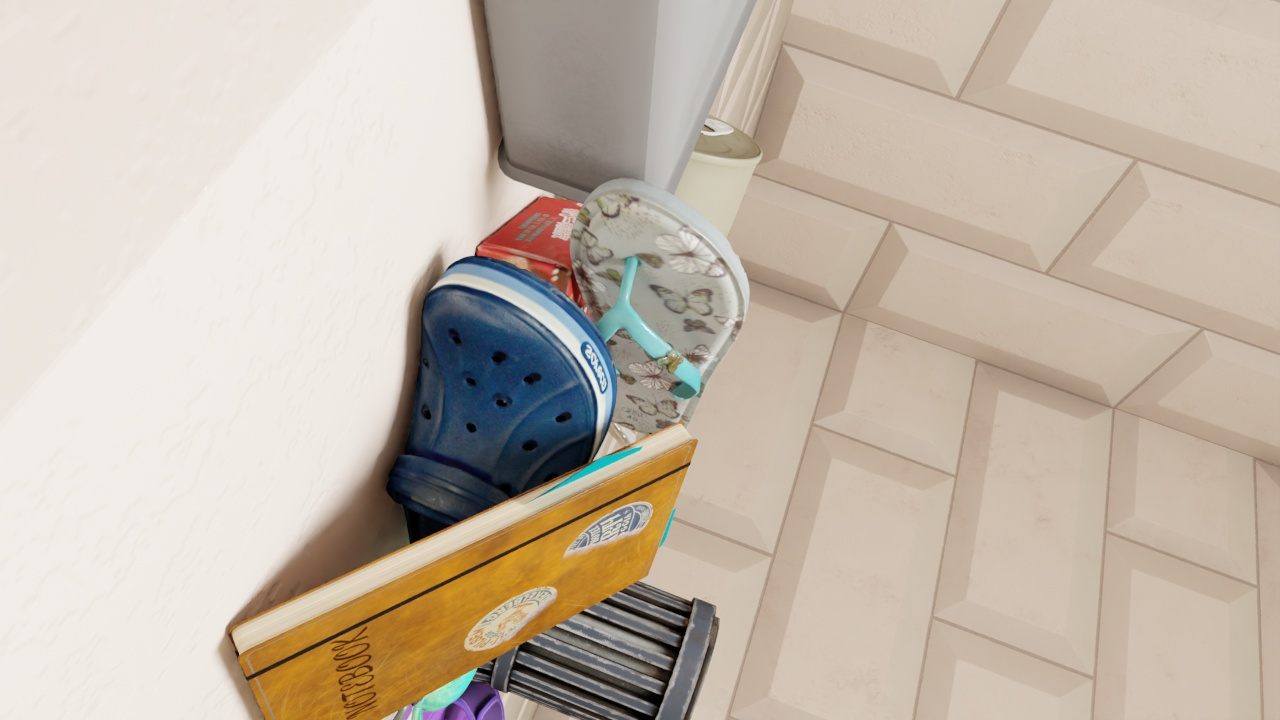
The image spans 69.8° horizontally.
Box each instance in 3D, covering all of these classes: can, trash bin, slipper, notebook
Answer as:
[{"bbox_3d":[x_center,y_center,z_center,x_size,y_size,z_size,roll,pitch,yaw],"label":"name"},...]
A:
[{"bbox_3d":[0.015,-0.136,0.660,0.127,0.128,0.073,-60,171,-62],"label":"can"},{"bbox_3d":[-0.057,0.247,0.822,0.164,0.227,0.164,23,88,-85],"label":"trash bin"},{"bbox_3d":[0.005,-0.001,0.540,0.269,0.098,0.054,91,15,-63],"label":"slipper"},{"bbox_3d":[-0.074,0.117,0.480,0.248,0.014,0.179,-22,149,-27],"label":"notebook"},{"bbox_3d":[0.002,-0.207,0.419,0.220,0.097,0.191,96,15,-66],"label":"trash bin"},{"bbox_3d":[-0.084,0.065,0.506,0.095,0.105,0.253,-58,167,-49],"label":"slipper"},{"bbox_3d":[-0.168,0.356,0.887,0.266,0.084,0.107,52,59,-84],"label":"slipper"}]

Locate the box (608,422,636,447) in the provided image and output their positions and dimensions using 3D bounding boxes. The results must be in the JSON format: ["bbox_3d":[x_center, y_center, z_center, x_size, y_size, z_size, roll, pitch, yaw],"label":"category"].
[{"bbox_3d":[-0.012,0.013,0.738,0.128,0.108,0.137,-39,-152,-11],"label":"box"}]

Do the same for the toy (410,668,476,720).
[{"bbox_3d":[-0.123,0.191,0.674,0.192,0.072,0.131,-54,153,-50],"label":"toy"}]

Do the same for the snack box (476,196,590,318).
[{"bbox_3d":[-0.074,0.020,0.614,0.113,0.060,0.237,-61,165,-62],"label":"snack box"}]

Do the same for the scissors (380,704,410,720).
[{"bbox_3d":[-0.187,0.252,0.672,0.162,0.012,0.157,103,8,-52],"label":"scissors"}]
